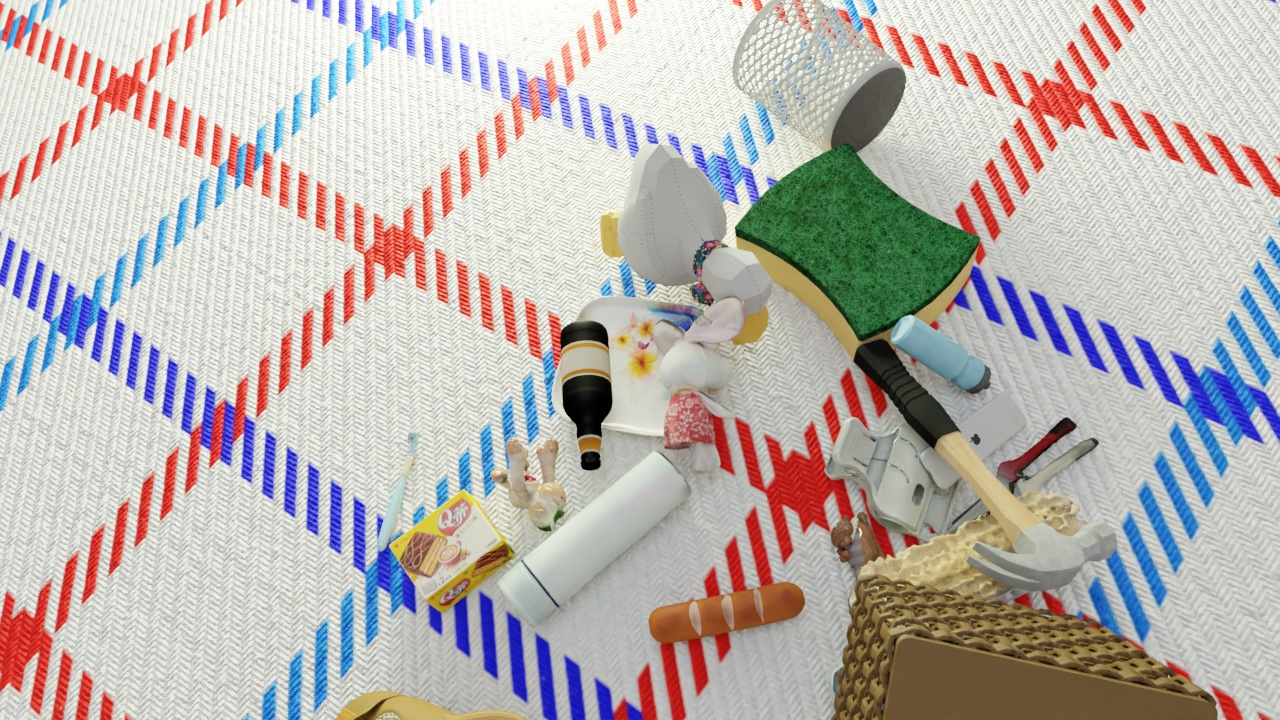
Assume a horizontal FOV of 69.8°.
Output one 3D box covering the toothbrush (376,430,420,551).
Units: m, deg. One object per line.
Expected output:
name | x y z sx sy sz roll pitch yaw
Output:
toothbrush | -0.291 0.155 1.102 0.022 0.016 0.154 -16 52 39

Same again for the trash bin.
trash bin | 0.243 -0.382 1.237 0.156 0.157 0.183 -37 64 -12

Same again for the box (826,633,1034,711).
box | 0.299 0.357 0.872 0.210 0.061 0.192 -16 78 1

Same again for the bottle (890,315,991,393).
bottle | 0.345 -0.003 1.040 0.130 0.040 0.040 31 65 -12

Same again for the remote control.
remote control | 0.366 0.086 1.005 0.146 0.008 0.045 -31 85 -23

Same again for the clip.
clip | 0.278 0.119 1.004 0.144 0.074 0.124 24 64 10

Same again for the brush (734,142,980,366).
brush | 0.263 -0.136 1.137 0.194 0.075 0.250 -38 62 -12

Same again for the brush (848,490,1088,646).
brush | 0.329 0.206 0.913 0.271 0.057 0.083 -17 57 -16

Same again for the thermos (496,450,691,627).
thermos | -0.050 0.195 1.009 0.229 0.068 0.068 -39 62 -12

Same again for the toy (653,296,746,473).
toy | 0.063 0.030 1.043 0.159 0.084 0.194 -23 64 49

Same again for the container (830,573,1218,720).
container | 0.272 0.332 0.725 0.220 0.214 0.251 10 89 7

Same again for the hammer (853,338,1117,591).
hammer | 0.327 0.094 0.949 0.131 0.039 0.328 -15 47 -18

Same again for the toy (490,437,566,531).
toy | -0.121 0.145 1.045 0.074 0.085 0.106 -34 68 14

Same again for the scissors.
scissors | 0.409 0.124 0.996 0.188 0.015 0.146 -5 57 5

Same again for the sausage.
sausage | 0.090 0.263 0.958 0.164 0.044 0.039 -12 70 3

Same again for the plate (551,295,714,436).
plate | -0.007 0.007 1.137 0.187 0.016 0.186 8 62 14

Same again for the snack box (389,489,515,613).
snack box | -0.209 0.213 1.028 0.105 0.061 0.083 -37 61 -12

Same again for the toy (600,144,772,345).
toy | 0.055 -0.150 1.113 0.140 0.247 0.268 -33 33 -17

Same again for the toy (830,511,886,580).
toy | 0.237 0.206 0.969 0.054 0.042 0.101 -4 49 -18

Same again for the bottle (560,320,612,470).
bottle | -0.063 0.043 1.080 0.059 0.059 0.181 -8 60 5

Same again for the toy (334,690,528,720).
toy | -0.222 0.394 0.881 0.203 0.163 0.198 22 63 32
